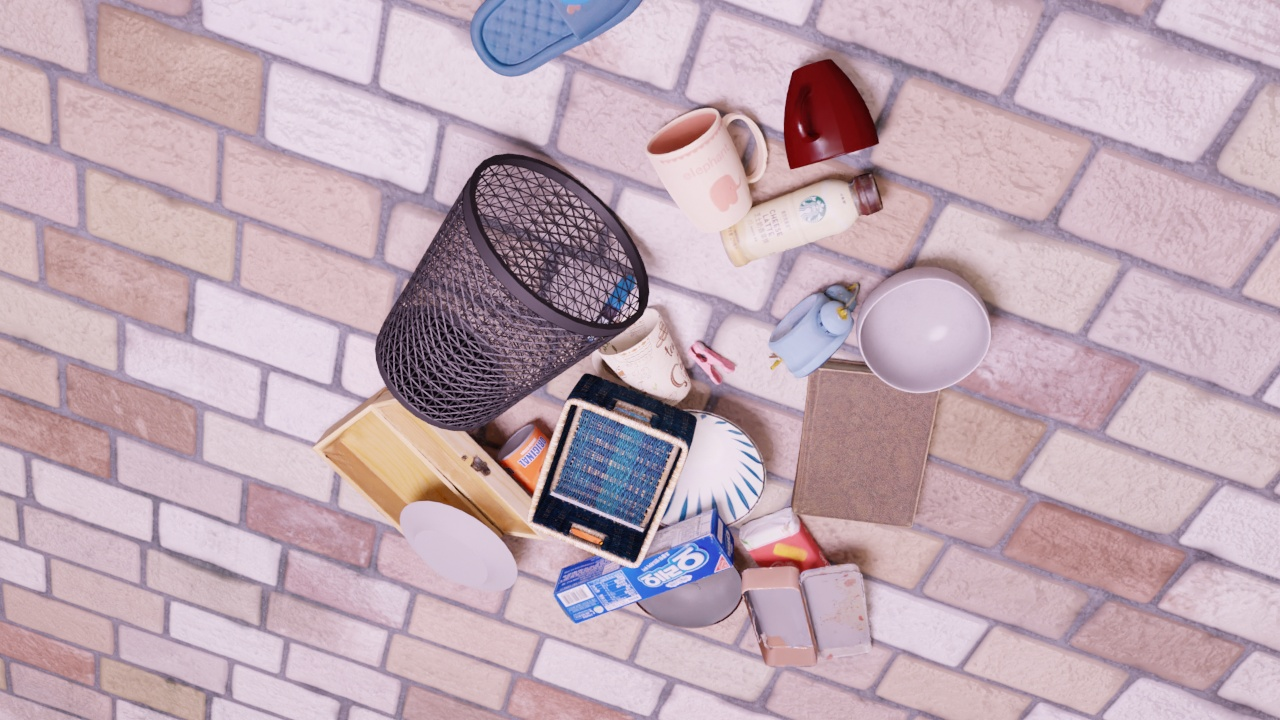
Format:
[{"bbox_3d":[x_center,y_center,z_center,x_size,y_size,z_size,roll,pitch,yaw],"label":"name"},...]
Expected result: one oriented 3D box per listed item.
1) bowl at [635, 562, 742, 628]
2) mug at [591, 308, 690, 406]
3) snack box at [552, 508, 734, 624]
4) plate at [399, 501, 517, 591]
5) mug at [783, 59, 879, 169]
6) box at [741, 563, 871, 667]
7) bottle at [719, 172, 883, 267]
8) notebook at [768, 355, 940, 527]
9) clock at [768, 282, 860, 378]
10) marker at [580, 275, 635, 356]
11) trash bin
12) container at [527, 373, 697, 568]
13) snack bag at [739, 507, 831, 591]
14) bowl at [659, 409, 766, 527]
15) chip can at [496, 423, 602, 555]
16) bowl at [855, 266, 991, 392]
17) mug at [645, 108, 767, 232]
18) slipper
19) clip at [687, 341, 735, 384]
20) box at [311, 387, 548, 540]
[{"bbox_3d":[0.061,0.277,1.201,0.151,0.056,0.151,5,120,9],"label":"bowl"},{"bbox_3d":[-0.006,0.006,1.060,0.122,0.080,0.097,-10,126,38],"label":"mug"},{"bbox_3d":[0.003,0.251,1.111,0.227,0.059,0.059,-26,110,21],"label":"snack box"},{"bbox_3d":[-0.241,0.249,1.187,0.173,0.019,0.173,15,135,16],"label":"plate"},{"bbox_3d":[0.168,-0.234,0.866,0.087,0.113,0.088,-11,99,34],"label":"mug"},{"bbox_3d":[0.218,0.332,1.180,0.149,0.042,0.216,-4,136,17],"label":"box"},{"bbox_3d":[0.164,-0.146,0.941,0.162,0.056,0.056,-17,114,20],"label":"bottle"},{"bbox_3d":[0.239,0.095,1.076,0.190,0.034,0.216,7,120,8],"label":"notebook"},{"bbox_3d":[0.190,-0.037,0.981,0.051,0.088,0.125,43,121,-6],"label":"clock"},{"bbox_3d":[-0.039,-0.051,1.060,0.018,0.015,0.123,32,123,-4],"label":"marker"},{"bbox_3d":[-0.152,-0.055,0.977,0.217,0.216,0.244,41,125,-13],"label":"trash bin"},{"bbox_3d":[-0.033,0.125,1.040,0.145,0.071,0.188,22,118,3],"label":"container"},{"bbox_3d":[0.187,0.248,1.172,0.077,0.036,0.116,-27,111,23],"label":"snack bag"},{"bbox_3d":[0.063,0.117,1.102,0.177,0.070,0.177,5,120,8],"label":"bowl"},{"bbox_3d":[-0.086,0.174,1.154,0.062,0.062,0.210,-34,108,26],"label":"chip can"},{"bbox_3d":[0.296,-0.038,0.970,0.132,0.064,0.132,5,118,8],"label":"bowl"},{"bbox_3d":[0.076,-0.195,0.924,0.111,0.085,0.104,-35,121,-5],"label":"mug"},{"bbox_3d":[-0.075,-0.345,0.875,0.214,0.059,0.104,-30,112,26],"label":"slipper"},{"bbox_3d":[0.083,-0.001,1.060,0.057,0.022,0.035,39,122,-10],"label":"clip"},{"bbox_3d":[-0.259,0.146,1.168,0.262,0.096,0.247,-21,117,47],"label":"box"}]
